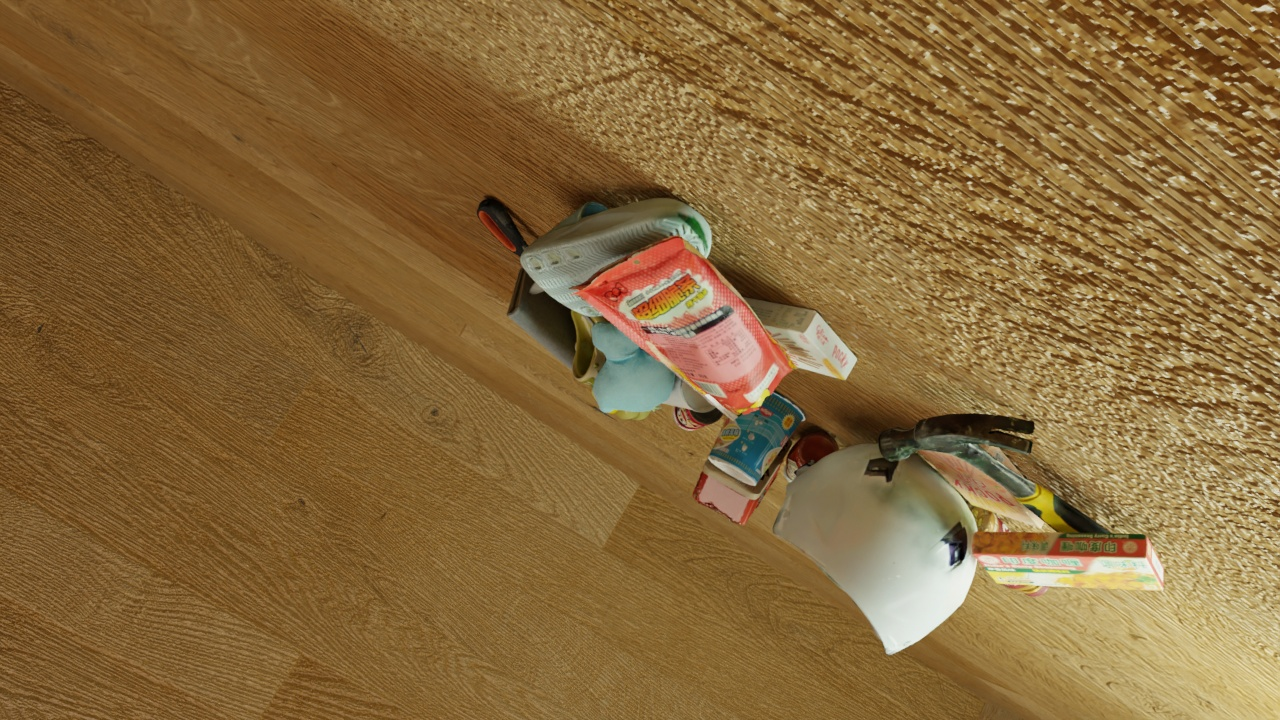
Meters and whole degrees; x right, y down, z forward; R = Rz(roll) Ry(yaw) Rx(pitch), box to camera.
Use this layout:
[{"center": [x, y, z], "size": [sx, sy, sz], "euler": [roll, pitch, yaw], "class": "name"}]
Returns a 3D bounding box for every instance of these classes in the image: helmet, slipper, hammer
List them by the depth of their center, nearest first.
[{"center": [-0.025, -0.108, 0.859], "size": [0.104, 0.074, 0.246], "euler": [36, 152, -28], "class": "slipper"}, {"center": [0.378, 0.133, 0.865], "size": [0.323, 0.031, 0.126], "euler": [32, 149, -25], "class": "hammer"}, {"center": [0.282, 0.178, 1.016], "size": [0.229, 0.146, 0.258], "euler": [49, -154, 15], "class": "helmet"}, {"center": [-0.056, 0.004, 1.225], "size": [0.092, 0.081, 0.190], "euler": [9, 126, 65], "class": "slipper"}]

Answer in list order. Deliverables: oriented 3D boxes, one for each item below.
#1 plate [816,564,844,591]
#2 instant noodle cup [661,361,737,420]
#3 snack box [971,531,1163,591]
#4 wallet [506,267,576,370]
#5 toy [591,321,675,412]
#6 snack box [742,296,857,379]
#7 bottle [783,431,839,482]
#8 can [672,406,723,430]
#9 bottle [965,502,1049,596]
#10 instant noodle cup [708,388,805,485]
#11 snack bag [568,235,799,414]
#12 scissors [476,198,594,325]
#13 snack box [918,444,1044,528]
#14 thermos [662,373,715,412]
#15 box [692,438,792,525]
[{"center": [0.307, 0.228, 1.165], "size": [0.230, 0.028, 0.229], "euler": [17, -146, -12], "class": "plate"}, {"center": [0.054, -0.010, 1.013], "size": [0.138, 0.060, 0.173], "euler": [40, 179, 27], "class": "instant noodle cup"}, {"center": [0.413, 0.194, 0.892], "size": [0.156, 0.027, 0.077], "euler": [-7, 142, 38], "class": "snack box"}, {"center": [-0.125, -0.059, 1.258], "size": [0.037, 0.106, 0.129], "euler": [-28, 126, 30], "class": "wallet"}, {"center": [-0.007, 0.007, 1.147], "size": [0.156, 0.162, 0.049], "euler": [47, -153, -24], "class": "toy"}, {"center": [0.128, -0.028, 0.903], "size": [0.157, 0.026, 0.084], "euler": [18, 162, 50], "class": "snack box"}, {"center": [0.228, 0.142, 1.267], "size": [0.060, 0.059, 0.206], "euler": [30, 168, 8], "class": "bottle"}, {"center": [0.084, 0.074, 1.363], "size": [0.053, 0.053, 0.133], "euler": [32, 168, -3], "class": "can"}, {"center": [0.441, 0.235, 1.118], "size": [0.175, 0.057, 0.057], "euler": [39, 166, -30], "class": "bottle"}, {"center": [0.142, 0.096, 1.174], "size": [0.099, 0.109, 0.099], "euler": [30, 169, 6], "class": "instant noodle cup"}, {"center": [0.047, -0.030, 0.823], "size": [0.129, 0.073, 0.208], "euler": [-17, 139, 34], "class": "snack bag"}, {"center": [-0.102, -0.109, 1.099], "size": [0.221, 0.021, 0.230], "euler": [8, 146, 51], "class": "scissors"}, {"center": [0.351, 0.118, 0.944], "size": [0.157, 0.026, 0.084], "euler": [40, 165, -35], "class": "snack box"}, {"center": [0.028, 0.029, 1.264], "size": [0.073, 0.073, 0.224], "euler": [37, 167, -25], "class": "thermos"}, {"center": [0.139, 0.155, 1.278], "size": [0.091, 0.078, 0.167], "euler": [28, -149, 14], "class": "box"}]
